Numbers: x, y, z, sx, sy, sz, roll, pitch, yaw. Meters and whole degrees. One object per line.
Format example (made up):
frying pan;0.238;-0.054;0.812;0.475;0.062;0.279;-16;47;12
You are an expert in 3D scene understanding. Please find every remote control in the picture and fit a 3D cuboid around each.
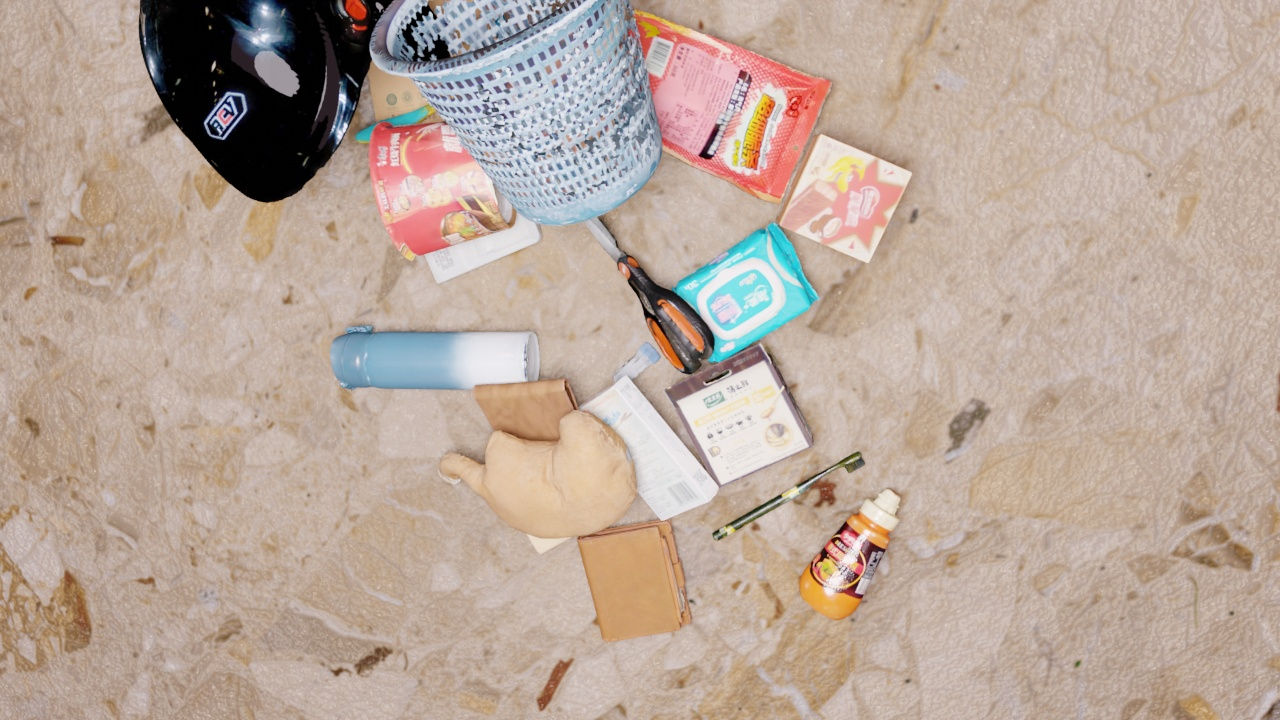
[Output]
remote control;-0.168;-0.126;0.966;0.125;0.024;0.049;-21;99;12

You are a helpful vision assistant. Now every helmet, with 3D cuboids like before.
helmet;-0.329;-0.281;0.829;0.234;0.274;0.230;-29;135;30

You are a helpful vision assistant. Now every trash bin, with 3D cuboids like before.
trash bin;-0.081;-0.233;0.781;0.227;0.226;0.195;-17;134;10

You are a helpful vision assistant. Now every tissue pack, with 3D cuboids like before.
tissue pack;0.105;-0.068;0.932;0.134;0.050;0.093;-33;96;12

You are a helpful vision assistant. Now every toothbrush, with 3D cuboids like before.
toothbrush;0.159;0.150;0.995;0.186;0.012;0.017;-32;108;13

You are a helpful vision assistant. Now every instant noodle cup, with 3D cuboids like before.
instant noodle cup;-0.188;-0.176;0.901;0.109;0.137;0.138;-10;101;7

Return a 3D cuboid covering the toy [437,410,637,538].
toy;-0.112;0.130;0.968;0.226;0.082;0.143;-14;106;20

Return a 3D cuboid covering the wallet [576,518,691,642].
wallet;-0.005;0.246;1.025;0.108;0.031;0.132;-12;106;6

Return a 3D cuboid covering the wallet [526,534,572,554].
wallet;-0.086;0.155;1.021;0.115;0.024;0.087;-30;96;14

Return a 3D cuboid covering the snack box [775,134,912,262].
snack box;0.194;-0.158;0.886;0.094;0.077;0.093;24;104;1

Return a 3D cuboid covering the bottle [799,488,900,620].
bottle;0.229;0.201;0.975;0.067;0.066;0.149;31;97;-1

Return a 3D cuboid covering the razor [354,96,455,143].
razor;-0.232;-0.251;0.927;0.133;0.028;0.043;-24;76;15

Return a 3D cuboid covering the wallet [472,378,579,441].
wallet;-0.111;0.063;0.971;0.101;0.020;0.115;-5;135;15

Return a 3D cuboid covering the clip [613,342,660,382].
clip;-0.006;0.006;0.979;0.056;0.026;0.024;-40;97;4

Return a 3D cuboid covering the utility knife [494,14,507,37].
utility knife;-0.140;-0.317;0.923;0.034;0.018;0.203;-23;100;11

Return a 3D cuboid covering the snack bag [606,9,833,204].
snack bag;0.068;-0.249;0.892;0.208;0.073;0.129;22;107;-4

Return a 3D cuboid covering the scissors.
scissors;-0.009;-0.076;0.948;0.021;0.161;0.234;-36;61;-23

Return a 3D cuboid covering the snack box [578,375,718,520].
snack box;0.005;0.095;0.972;0.157;0.026;0.085;51;137;-5

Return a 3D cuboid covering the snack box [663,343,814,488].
snack box;0.103;0.055;0.958;0.113;0.053;0.125;-26;98;13

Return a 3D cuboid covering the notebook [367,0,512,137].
notebook;-0.213;-0.321;0.923;0.148;0.008;0.208;-4;105;14

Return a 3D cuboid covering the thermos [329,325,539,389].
thermos;-0.220;-0.002;0.981;0.220;0.070;0.070;1;103;7
